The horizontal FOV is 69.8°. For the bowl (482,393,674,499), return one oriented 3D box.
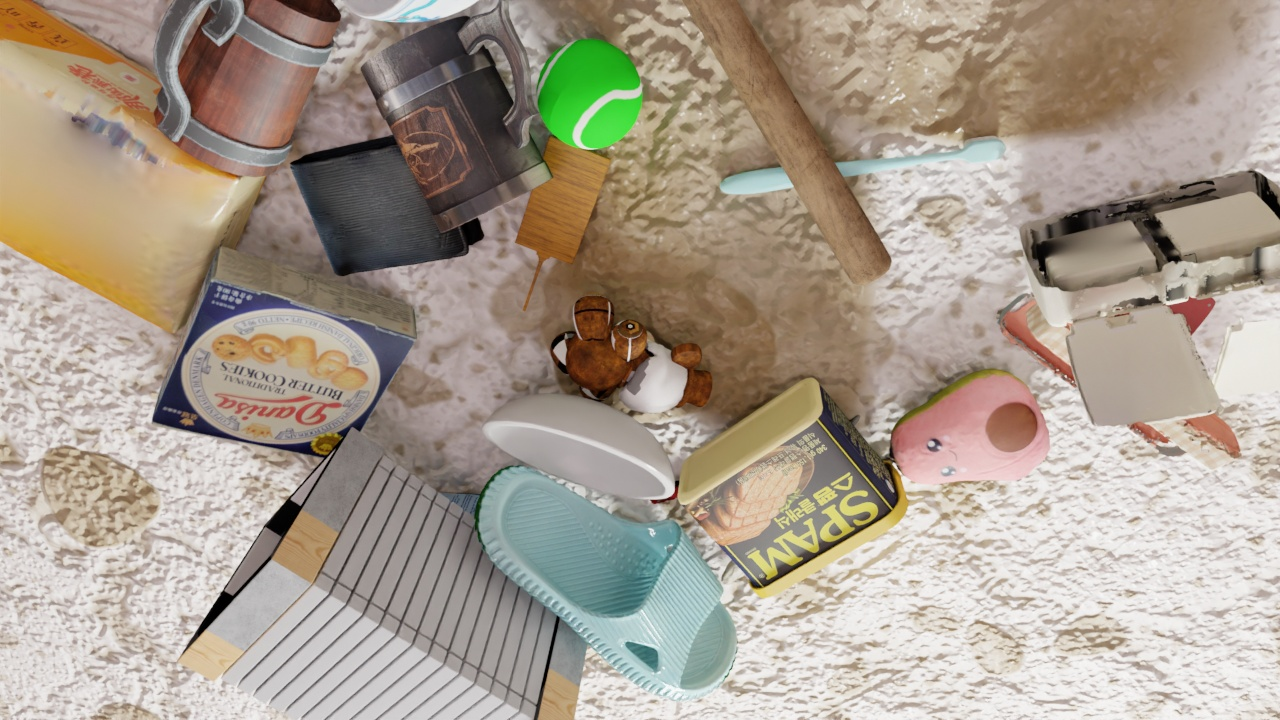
[{"bbox_3d":[-0.041,0.058,0.686,0.149,0.043,0.150,16,160,6],"label":"bowl"}]

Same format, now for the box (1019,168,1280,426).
[{"bbox_3d":[0.311,-0.033,0.534,0.144,0.179,0.080,-13,119,21],"label":"box"}]

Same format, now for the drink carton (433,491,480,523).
[{"bbox_3d":[-0.134,0.148,0.778,0.130,0.040,0.064,3,122,5],"label":"drink carton"}]

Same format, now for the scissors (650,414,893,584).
[{"bbox_3d":[0.100,0.115,0.745,0.198,0.015,0.180,3,120,4],"label":"scissors"}]

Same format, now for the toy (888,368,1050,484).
[{"bbox_3d":[0.238,0.056,0.672,0.110,0.051,0.090,-23,114,19],"label":"toy"}]

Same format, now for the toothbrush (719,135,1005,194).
[{"bbox_3d":[0.141,-0.126,0.597,0.181,0.016,0.016,-6,121,12],"label":"toothbrush"}]

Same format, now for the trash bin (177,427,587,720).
[{"bbox_3d":[-0.181,0.205,0.709,0.247,0.142,0.143,38,118,-17],"label":"trash bin"}]

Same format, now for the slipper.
[{"bbox_3d":[-0.012,0.177,0.729,0.276,0.115,0.070,41,142,-20],"label":"slipper"}]

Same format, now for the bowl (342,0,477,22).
[{"bbox_3d":[-0.102,-0.250,0.505,0.074,0.144,0.144,6,132,-45],"label":"bowl"}]

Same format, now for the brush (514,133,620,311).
[{"bbox_3d":[-0.061,-0.094,0.638,0.048,0.017,0.127,20,121,-6],"label":"brush"}]

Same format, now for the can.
[{"bbox_3d":[0.109,0.094,0.683,0.135,0.075,0.104,-36,105,20],"label":"can"}]

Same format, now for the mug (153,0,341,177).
[{"bbox_3d":[-0.248,-0.179,0.556,0.081,0.117,0.111,41,114,4],"label":"mug"}]

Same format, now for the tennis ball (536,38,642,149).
[{"bbox_3d":[-0.031,-0.164,0.565,0.065,0.065,0.065,3,121,5],"label":"tennis ball"}]

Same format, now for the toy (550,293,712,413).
[{"bbox_3d":[-0.004,0.004,0.668,0.112,0.067,0.087,13,141,-21],"label":"toy"}]

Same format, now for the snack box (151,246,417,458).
[{"bbox_3d":[-0.261,0.002,0.676,0.144,0.042,0.145,17,124,-32],"label":"snack box"}]

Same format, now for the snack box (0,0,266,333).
[{"bbox_3d":[-0.372,-0.128,0.618,0.195,0.080,0.145,31,119,-12],"label":"snack box"}]

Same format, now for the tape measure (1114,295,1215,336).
[{"bbox_3d":[0.352,-0.028,0.627,0.051,0.019,0.059,21,121,-6],"label":"tape measure"}]

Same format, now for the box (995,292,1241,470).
[{"bbox_3d":[0.331,0.018,0.639,0.187,0.056,0.067,33,151,-11],"label":"box"}]

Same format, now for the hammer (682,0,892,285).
[{"bbox_3d":[0.065,-0.177,0.555,0.130,0.040,0.322,-27,111,25],"label":"hammer"}]

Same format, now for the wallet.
[{"bbox_3d":[-0.177,-0.107,0.639,0.115,0.026,0.089,-9,121,12],"label":"wallet"}]

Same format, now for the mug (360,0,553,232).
[{"bbox_3d":[-0.100,-0.149,0.559,0.116,0.079,0.107,-15,108,37],"label":"mug"}]
